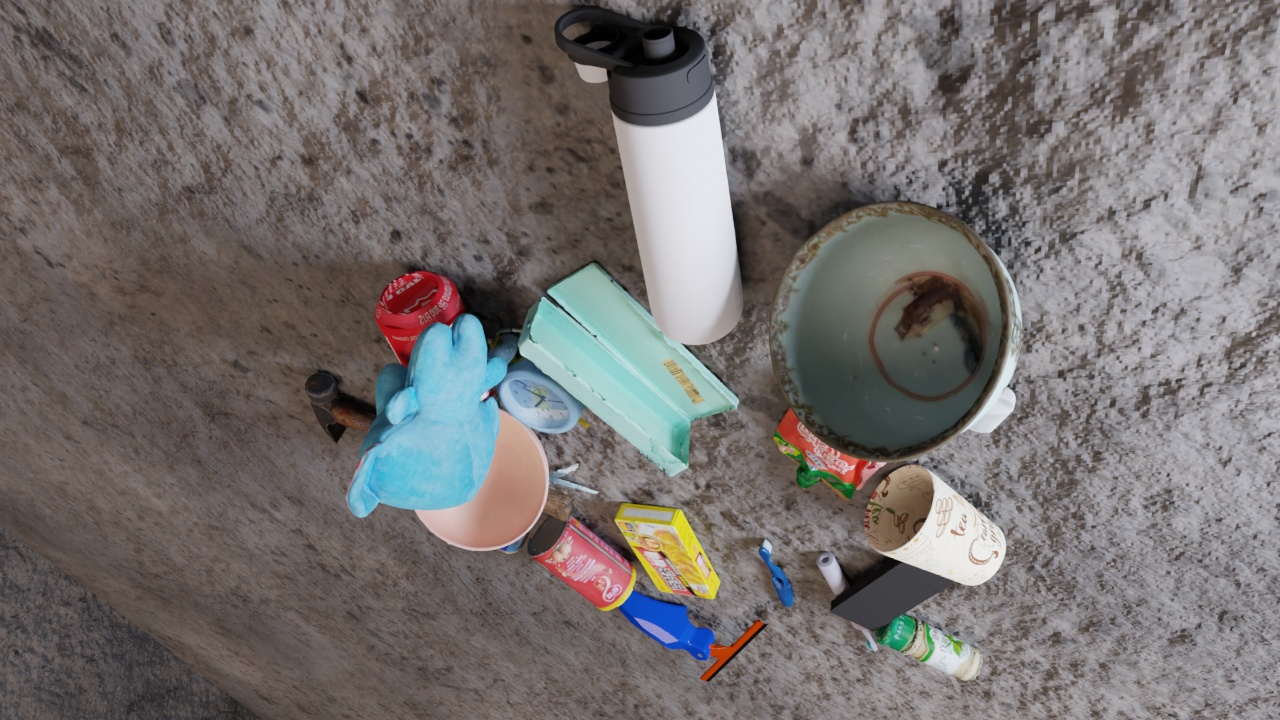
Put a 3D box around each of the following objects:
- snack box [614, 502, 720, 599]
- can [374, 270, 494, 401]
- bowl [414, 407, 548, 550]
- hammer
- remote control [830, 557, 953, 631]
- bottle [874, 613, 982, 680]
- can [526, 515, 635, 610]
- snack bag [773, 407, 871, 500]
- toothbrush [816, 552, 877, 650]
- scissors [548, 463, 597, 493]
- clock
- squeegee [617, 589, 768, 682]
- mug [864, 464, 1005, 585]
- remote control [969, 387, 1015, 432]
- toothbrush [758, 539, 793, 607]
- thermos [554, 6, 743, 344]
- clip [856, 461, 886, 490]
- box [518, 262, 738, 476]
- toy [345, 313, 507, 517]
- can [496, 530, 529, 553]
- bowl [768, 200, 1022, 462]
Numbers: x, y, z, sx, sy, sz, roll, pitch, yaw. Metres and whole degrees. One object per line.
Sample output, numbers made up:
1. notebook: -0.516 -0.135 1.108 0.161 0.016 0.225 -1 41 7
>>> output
1. snack box: 0.033 0.218 1.045 0.075 0.025 0.152 1 138 29
2. can: -0.186 -0.011 0.845 0.074 0.074 0.143 8 141 22
3. bowl: -0.162 0.116 0.961 0.153 0.153 0.076 21 -175 6
4. hammer: -0.226 0.112 1.048 0.330 0.033 0.120 21 148 11
5. remote control: 0.252 0.235 0.930 0.058 0.013 0.134 26 137 -10
6. bottle: 0.307 0.304 0.978 0.110 0.042 0.043 25 144 -1
7. can: -0.068 0.239 1.096 0.124 0.066 0.067 43 140 -23
8. snack bag: 0.158 0.071 0.780 0.087 0.044 0.155 38 151 15
9. toothbrush: 0.229 0.268 0.998 0.019 0.018 0.188 -5 134 32
10. scissors: -0.113 0.127 1.027 0.117 0.014 0.130 43 141 -21
11. clock: -0.091 0.014 0.842 0.089 0.051 0.124 3 135 28
12. squeegee: 0.036 0.334 1.166 0.185 0.055 0.250 33 145 8
13. mug: 0.248 0.148 0.805 0.097 0.081 0.122 30 165 -19
14. remote control: 0.211 0.018 0.692 0.133 0.022 0.050 23 144 3
15. toothbrush: 0.150 0.236 1.010 0.021 0.016 0.132 4 141 28
16. thermos: 0.012 -0.115 0.613 0.101 0.068 0.230 21 145 29
17. clip: 0.189 0.090 0.797 0.043 0.023 0.060 39 141 -11
18. box: -0.002 0.002 0.776 0.092 0.077 0.188 -38 113 25
19. toy: -0.181 0.043 0.772 0.115 0.182 0.181 23 118 28
20. can: -0.177 0.184 1.103 0.100 0.053 0.059 26 142 -2
21. bowl: 0.175 -0.017 0.592 0.160 0.160 0.093 -13 170 41
